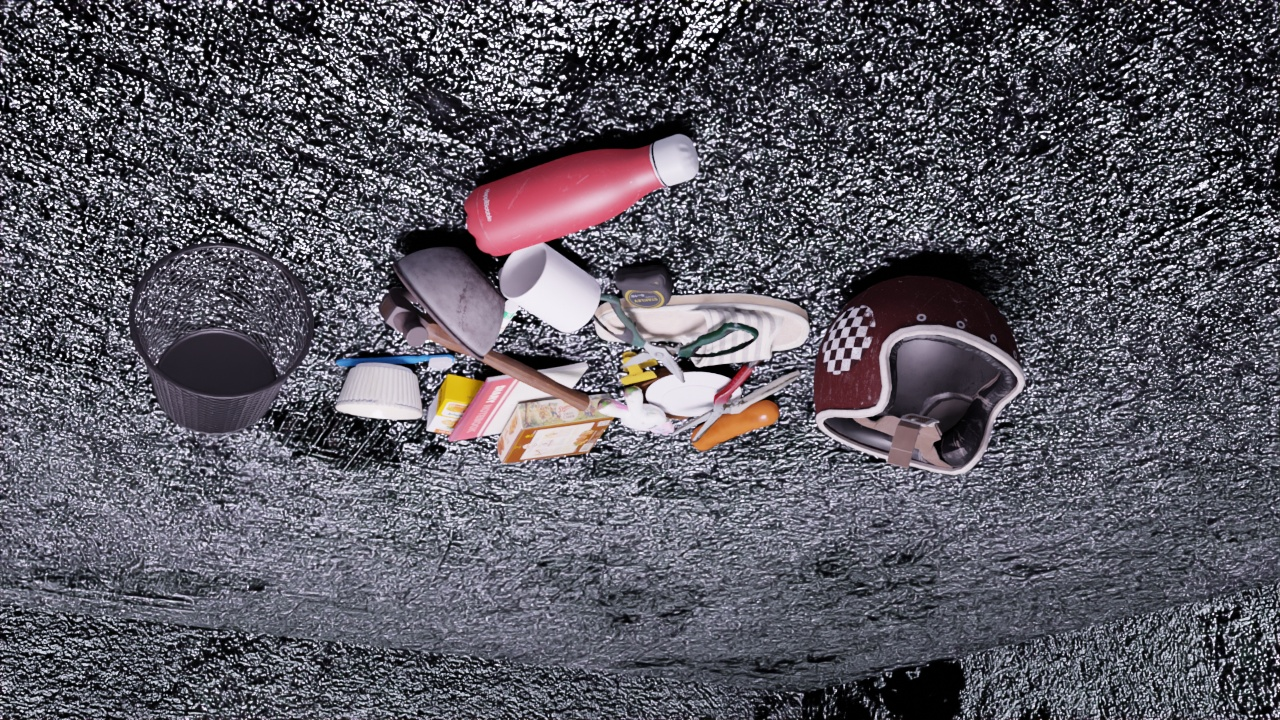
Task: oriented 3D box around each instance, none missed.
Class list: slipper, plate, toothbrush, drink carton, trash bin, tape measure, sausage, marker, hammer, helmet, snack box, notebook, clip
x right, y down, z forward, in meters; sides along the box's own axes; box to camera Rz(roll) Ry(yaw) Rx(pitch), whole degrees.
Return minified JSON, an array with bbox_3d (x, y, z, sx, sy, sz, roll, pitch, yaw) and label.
[{"bbox_3d":[0.077,-0.038,1.154,0.272,0.054,0.115,4,146,-5],"label":"slipper"},{"bbox_3d":[0.075,0.053,1.298,0.134,0.011,0.135,0,151,0],"label":"plate"},{"bbox_3d":[-0.338,0.003,1.264,0.167,0.014,0.016,-3,151,6],"label":"toothbrush"},{"bbox_3d":[-0.273,0.070,1.355,0.058,0.040,0.123,12,149,-21],"label":"drink carton"},{"bbox_3d":[-0.498,-0.009,1.089,0.184,0.183,0.211,13,154,-22],"label":"trash bin"},{"bbox_3d":[0.008,-0.088,1.078,0.062,0.034,0.061,-1,148,21],"label":"tape measure"},{"bbox_3d":[0.141,0.099,1.408,0.044,0.039,0.165,22,144,-39],"label":"sausage"},{"bbox_3d":[-0.169,-0.050,1.124,0.017,0.017,0.146,9,167,-15],"label":"marker"},{"bbox_3d":[0.045,0.046,1.326,0.131,0.025,0.131,0,151,0],"label":"plate"},{"bbox_3d":[-0.185,-0.003,1.150,0.322,0.115,0.033,29,101,-41],"label":"hammer"},{"bbox_3d":[0.311,0.026,1.054,0.233,0.253,0.234,28,165,-32],"label":"helmet"},{"bbox_3d":[-0.129,0.104,1.379,0.146,0.041,0.143,-5,156,-24],"label":"snack box"},{"bbox_3d":[-0.179,0.062,1.318,0.152,0.012,0.209,-8,157,-30],"label":"notebook"},{"bbox_3d":[-0.007,0.007,1.266,0.054,0.048,0.046,-13,-170,24],"label":"clip"}]

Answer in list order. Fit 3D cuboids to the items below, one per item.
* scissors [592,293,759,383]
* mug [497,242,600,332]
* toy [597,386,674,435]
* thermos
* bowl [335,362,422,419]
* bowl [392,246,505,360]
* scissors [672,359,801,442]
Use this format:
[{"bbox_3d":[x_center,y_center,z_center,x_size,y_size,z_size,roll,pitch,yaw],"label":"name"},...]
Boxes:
[{"bbox_3d":[0.038,-0.032,1.114,0.205,0.015,0.201,-13,141,29],"label":"scissors"},{"bbox_3d":[-0.116,-0.086,1.058,0.111,0.073,0.090,9,163,44],"label":"mug"},{"bbox_3d":[0.000,0.079,1.316,0.079,0.038,0.122,-20,140,39],"label":"toy"},{"bbox_3d":[-0.057,-0.166,0.899,0.240,0.073,0.073,-14,148,23],"label":"thermos"},{"bbox_3d":[-0.357,0.041,1.264,0.115,0.062,0.115,3,167,0],"label":"bowl"},{"bbox_3d":[-0.202,-0.075,1.028,0.067,0.145,0.145,-41,144,-1],"label":"bowl"},{"bbox_3d":[0.141,0.048,1.278,0.179,0.015,0.199,-9,142,-24],"label":"scissors"}]
